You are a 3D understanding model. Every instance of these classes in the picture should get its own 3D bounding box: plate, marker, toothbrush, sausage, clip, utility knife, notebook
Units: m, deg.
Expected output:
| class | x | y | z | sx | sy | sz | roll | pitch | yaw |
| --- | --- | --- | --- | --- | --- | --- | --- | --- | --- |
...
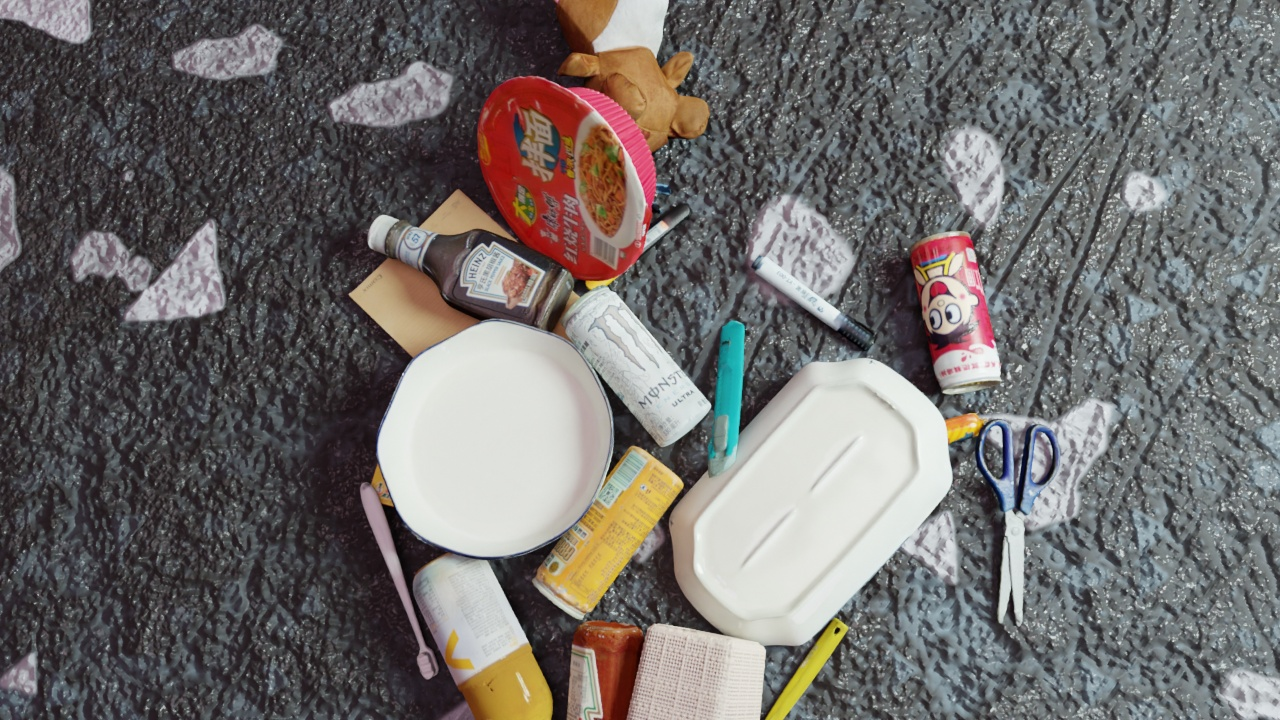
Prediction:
| class | x | y | z | sx | sy | sz | roll | pitch | yaw |
| --- | --- | --- | --- | --- | --- | --- | --- | --- | --- |
| plate | -0.123 | 0.069 | 0.795 | 0.205 | 0.045 | 0.204 | -2 | 74 | 6 |
| marker | 0.156 | -0.054 | 0.830 | 0.131 | 0.018 | 0.022 | 39 | 76 | 13 |
| toothbrush | 0.112 | 0.294 | 0.756 | 0.016 | 0.016 | 0.190 | 36 | 84 | 12 |
| sausage | 0.219 | 0.075 | 0.790 | 0.165 | 0.021 | 0.021 | -17 | 76 | 3 |
| toothbrush | -0.213 | 0.192 | 0.804 | 0.016 | 0.016 | 0.180 | -21 | 85 | 2 |
| clip | -0.002 | -0.161 | 0.870 | 0.058 | 0.027 | 0.045 | 23 | 89 | 12 |
| plate | 0.137 | 0.117 | 0.764 | 0.162 | 0.034 | 0.266 | 44 | 94 | 17 |
| utility knife | 0.075 | 0.031 | 0.804 | 0.029 | 0.012 | 0.151 | -11 | 58 | 31 |
| notebook | -0.154 | -0.048 | 0.870 | 0.211 | 0.012 | 0.149 | 42 | 84 | 14 |
| marker | -0.002 | -0.106 | 0.863 | 0.123 | 0.015 | 0.018 | -40 | 77 | -6 |

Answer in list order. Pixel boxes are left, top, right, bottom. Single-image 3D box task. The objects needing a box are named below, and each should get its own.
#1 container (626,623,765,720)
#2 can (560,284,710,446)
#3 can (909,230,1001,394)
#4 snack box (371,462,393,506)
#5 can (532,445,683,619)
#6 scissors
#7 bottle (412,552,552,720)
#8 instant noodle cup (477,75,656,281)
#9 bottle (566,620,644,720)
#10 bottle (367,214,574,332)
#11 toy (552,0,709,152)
| class | x | y | z | sx | sy | sz | roll | pitch | yaw |
| --- | --- | --- | --- | --- | --- | --- | --- | --- | --- |
| container | 0.044 | 0.272 | 0.725 | 0.090 | 0.090 | 0.110 | 2 | 74 | 30 |
| can | -0.005 | 0.005 | 0.810 | 0.058 | 0.058 | 0.146 | -39 | 80 | -3 |
| can | 0.272 | -0.041 | 0.793 | 0.053 | 0.053 | 0.132 | -9 | 76 | 5 |
| snack box | -0.161 | 0.108 | 0.827 | 0.156 | 0.027 | 0.077 | 12 | 78 | 10 |
| can | -0.027 | 0.146 | 0.786 | 0.058 | 0.058 | 0.146 | 36 | 84 | 13 |
| scissors | 0.302 | 0.131 | 0.766 | 0.125 | 0.012 | 0.173 | 34 | 80 | -2 |
| bottle | -0.125 | 0.251 | 0.769 | 0.068 | 0.068 | 0.189 | -30 | 75 | -1 |
| instant noodle cup | -0.055 | -0.168 | 0.817 | 0.194 | 0.194 | 0.065 | 40 | 53 | 13 |
| bottle | -0.031 | 0.320 | 0.748 | 0.060 | 0.060 | 0.206 | 2 | 80 | 7 |
| bottle | -0.162 | -0.086 | 0.853 | 0.195 | 0.044 | 0.079 | 23 | 78 | 11 |
| toy | -0.017 | -0.294 | 0.855 | 0.131 | 0.140 | 0.199 | -36 | 62 | 37 |
